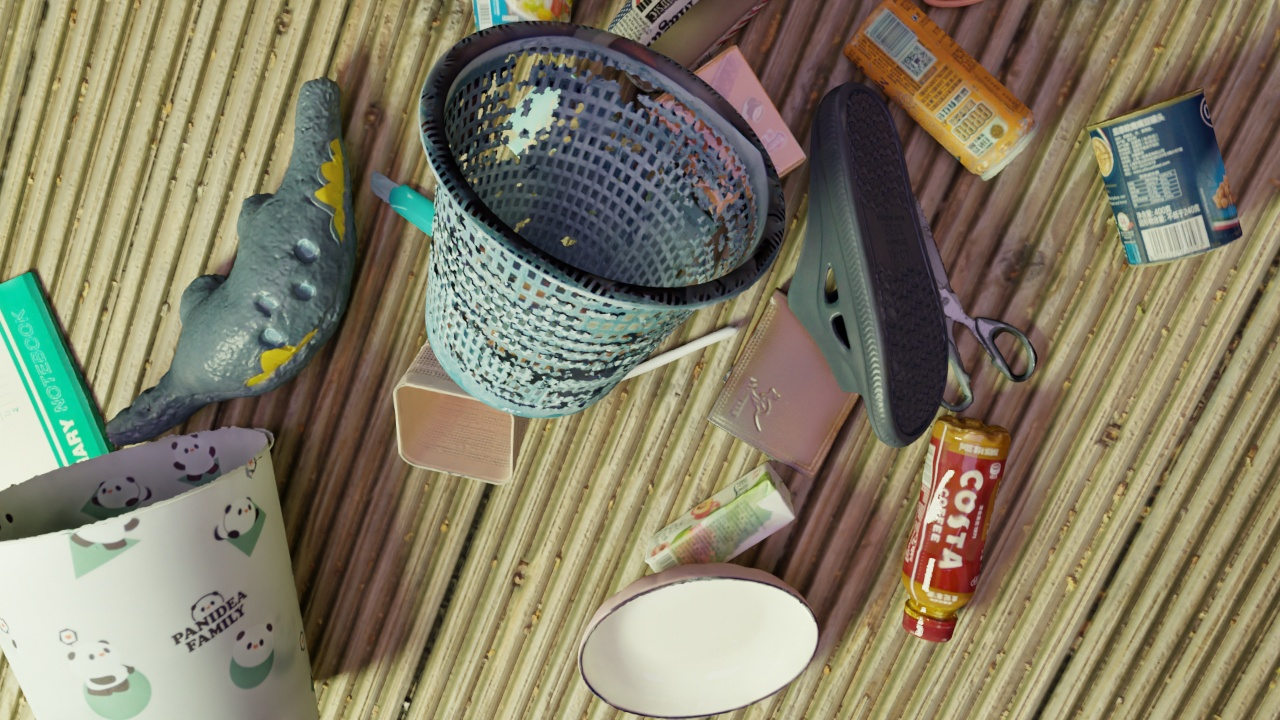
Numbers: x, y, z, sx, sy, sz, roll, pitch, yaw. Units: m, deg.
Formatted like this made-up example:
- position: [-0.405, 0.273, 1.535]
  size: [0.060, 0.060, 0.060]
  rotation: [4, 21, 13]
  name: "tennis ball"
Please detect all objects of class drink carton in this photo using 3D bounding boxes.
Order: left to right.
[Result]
- position: [0.066, 0.138, 0.746]
  size: [0.123, 0.053, 0.045]
  rotation: [-34, 95, 10]
  name: "drink carton"

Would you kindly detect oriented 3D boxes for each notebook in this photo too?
- position: [-0.565, 0.043, 0.826]
  size: [0.150, 0.012, 0.209]
  rotation: [-20, 95, 8]
  name: "notebook"

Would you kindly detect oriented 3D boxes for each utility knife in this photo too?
- position: [-0.153, -0.105, 0.755]
  size: [0.174, 0.013, 0.029]
  rotation: [34, 98, 4]
  name: "utility knife"

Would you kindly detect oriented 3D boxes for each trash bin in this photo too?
- position: [-0.378, 0.208, 0.730]
  size: [0.230, 0.229, 0.252]
  rotation: [-9, 103, 8]
  name: "trash bin"
- position: [-0.050, -0.072, 0.605]
  size: [0.226, 0.225, 0.196]
  rotation: [35, 139, 0]
  name: "trash bin"

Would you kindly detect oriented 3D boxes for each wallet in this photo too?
- position: [0.122, 0.018, 0.734]
  size: [0.101, 0.032, 0.124]
  rotation: [28, 100, 4]
  name: "wallet"

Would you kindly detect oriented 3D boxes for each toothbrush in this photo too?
- position: [-0.004, 0.004, 0.754]
  size: [0.180, 0.016, 0.016]
  rotation: [-21, 90, 10]
  name: "toothbrush"

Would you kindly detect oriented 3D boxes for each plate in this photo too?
- position: [0.045, 0.220, 0.736]
  size: [0.192, 0.039, 0.193]
  rotation: [-3, 129, -4]
  name: "plate"

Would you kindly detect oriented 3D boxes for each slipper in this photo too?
- position: [0.162, -0.068, 0.688]
  size: [0.083, 0.110, 0.268]
  rotation: [-12, 86, 45]
  name: "slipper"

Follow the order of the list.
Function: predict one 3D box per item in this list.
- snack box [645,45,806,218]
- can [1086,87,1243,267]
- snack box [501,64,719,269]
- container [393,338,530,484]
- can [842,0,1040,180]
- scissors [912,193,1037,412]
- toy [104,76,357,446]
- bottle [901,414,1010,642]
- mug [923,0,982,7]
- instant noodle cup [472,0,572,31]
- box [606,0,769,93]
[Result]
- position: [0.064, -0.164, 0.680]
  size: [0.077, 0.092, 0.094]
  rotation: [-33, 94, 10]
  name: "snack box"
- position: [0.376, -0.129, 0.660]
  size: [0.075, 0.075, 0.111]
  rotation: [-19, 96, 9]
  name: "can"
- position: [-0.024, -0.140, 0.715]
  size: [0.074, 0.051, 0.175]
  rotation: [-44, 91, 11]
  name: "snack box"
- position: [-0.126, 0.020, 0.711]
  size: [0.090, 0.110, 0.090]
  rotation: [12, 133, 4]
  name: "container"
- position: [0.220, -0.202, 0.675]
  size: [0.146, 0.058, 0.058]
  rotation: [42, 100, -1]
  name: "can"
- position: [0.246, -0.043, 0.721]
  size: [0.163, 0.014, 0.165]
  rotation: [14, 97, 6]
  name: "scissors"
- position: [-0.310, -0.051, 0.744]
  size: [0.138, 0.091, 0.356]
  rotation: [38, 99, 12]
  name: "toy"
- position: [0.243, 0.133, 0.723]
  size: [0.057, 0.057, 0.175]
  rotation: [10, 100, 5]
  name: "bottle"
- position: [0.223, -0.312, 0.654]
  size: [0.106, 0.081, 0.115]
  rotation: [-8, 127, 9]
  name: "mug"
- position: [-0.089, -0.293, 0.683]
  size: [0.099, 0.099, 0.110]
  rotation: [3, 106, 6]
  name: "instant noodle cup"
- position: [0.040, -0.276, 0.671]
  size: [0.163, 0.086, 0.076]
  rotation: [-39, 81, 12]
  name: "box"
